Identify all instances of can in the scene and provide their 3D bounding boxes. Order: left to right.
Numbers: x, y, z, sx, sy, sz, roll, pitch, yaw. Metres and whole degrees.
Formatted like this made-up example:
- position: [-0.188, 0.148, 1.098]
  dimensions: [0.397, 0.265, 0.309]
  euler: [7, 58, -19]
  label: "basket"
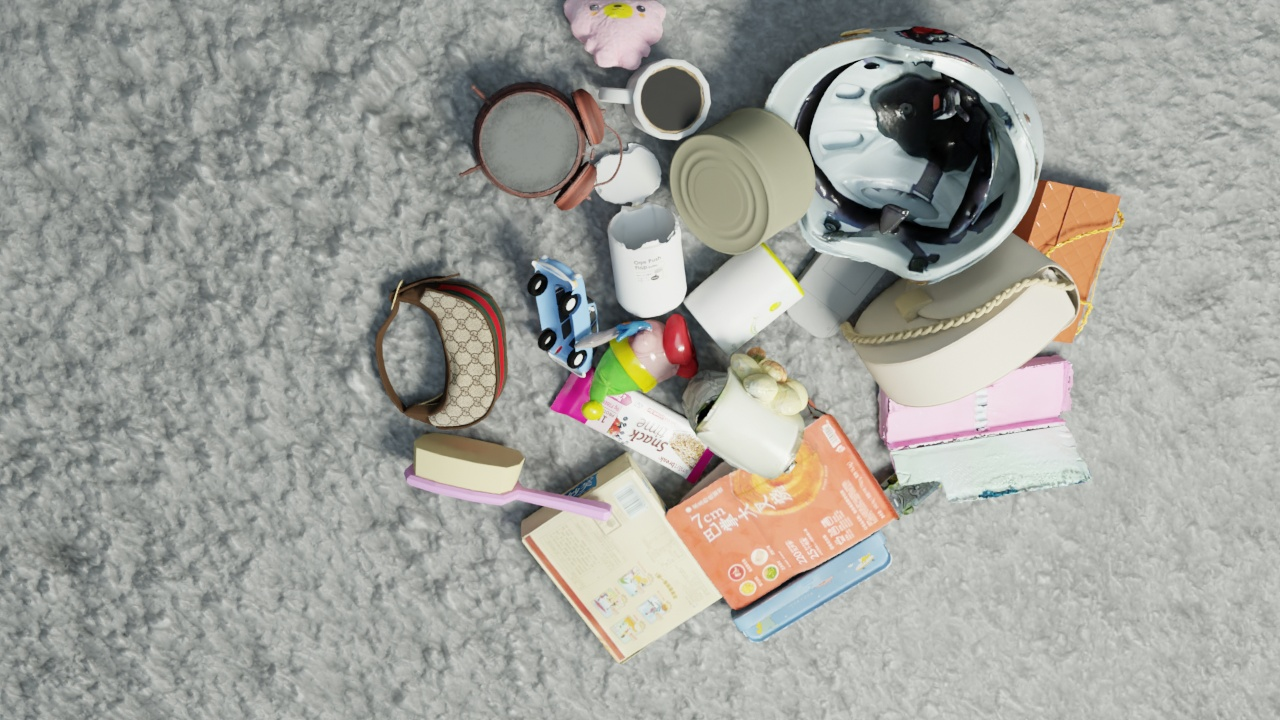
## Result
- position: [0.099, -0.176, 0.909]
  dimensions: [0.073, 0.128, 0.128]
  euler: [-36, 112, -35]
  label: "can"

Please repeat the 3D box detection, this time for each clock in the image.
- position: [-0.096, -0.218, 0.925]
  dimensions: [0.157, 0.072, 0.121]
  euler: [9, 105, -9]
  label: "clock"

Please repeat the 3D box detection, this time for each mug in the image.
- position: [0.010, -0.262, 0.916]
  dimensions: [0.105, 0.089, 0.073]
  euler: [2, 106, -8]
  label: "mug"
- position: [0.111, -0.068, 0.991]
  dimensions: [0.106, 0.082, 0.082]
  euler: [-40, 107, 6]
  label: "mug"

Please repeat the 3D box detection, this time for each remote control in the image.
- position: [0.226, -0.099, 1.029]
  dimensions: [0.074, 0.019, 0.151]
  euler: [35, 99, -15]
  label: "remote control"

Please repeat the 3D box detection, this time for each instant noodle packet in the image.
- position: [0.159, 0.175, 1.060]
  dimensions: [0.221, 0.084, 0.164]
  euler: [-36, 108, -2]
  label: "instant noodle packet"

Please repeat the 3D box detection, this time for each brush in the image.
- position: [-0.140, 0.129, 1.002]
  dimensions: [0.229, 0.089, 0.043]
  euler: [12, 100, 2]
  label: "brush"

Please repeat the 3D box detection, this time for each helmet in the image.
- position: [0.263, -0.222, 0.913]
  dimensions: [0.264, 0.163, 0.237]
  euler: [26, 133, 12]
  label: "helmet"

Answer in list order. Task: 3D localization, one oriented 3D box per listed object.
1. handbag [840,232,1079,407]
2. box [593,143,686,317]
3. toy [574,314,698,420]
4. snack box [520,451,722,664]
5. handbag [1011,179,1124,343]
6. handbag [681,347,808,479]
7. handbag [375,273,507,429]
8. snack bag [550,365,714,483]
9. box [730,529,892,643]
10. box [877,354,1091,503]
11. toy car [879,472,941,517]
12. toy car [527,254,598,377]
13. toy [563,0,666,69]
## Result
- position: [0.332, -0.040, 0.958]
  dimensions: [0.209, 0.210, 0.103]
  euler: [-34, 107, 14]
  label: "handbag"
- position: [-0.002, -0.137, 0.969]
  dimensions: [0.083, 0.143, 0.137]
  euler: [-9, 138, -1]
  label: "box"
- position: [-0.006, 0.006, 0.983]
  dimensions: [0.131, 0.124, 0.096]
  euler: [-10, 71, 6]
  label: "toy"
- position: [-0.020, 0.234, 1.080]
  dimensions: [0.153, 0.055, 0.207]
  euler: [-34, 108, 3]
  label: "snack box"
- position: [0.472, -0.109, 1.038]
  dimensions: [0.108, 0.060, 0.172]
  euler: [8, 106, -13]
  label: "handbag"
- position: [0.111, 0.047, 0.982]
  dimensions: [0.112, 0.171, 0.123]
  euler: [32, 93, -8]
  label: "handbag"
- position: [-0.216, -0.010, 0.984]
  dimensions: [0.138, 0.063, 0.167]
  euler: [0, 108, 3]
  label: "handbag"
- position: [-0.002, 0.073, 1.055]
  dimensions: [0.196, 0.016, 0.070]
  euler: [29, 103, -14]
  label: "snack bag"
- position: [0.206, 0.270, 1.121]
  dimensions: [0.209, 0.049, 0.120]
  euler: [-32, 149, 3]
  label: "box"
- position: [0.402, 0.084, 1.084]
  dimensions: [0.230, 0.066, 0.158]
  euler: [-8, 84, -5]
  label: "box"
- position: [0.333, 0.144, 1.109]
  dimensions: [0.105, 0.033, 0.048]
  euler: [-34, 106, -10]
  label: "toy car"
- position: [-0.077, -0.048, 0.960]
  dimensions: [0.054, 0.056, 0.154]
  euler: [-43, 150, -29]
  label: "toy car"
- position: [-0.026, -0.323, 0.903]
  dimensions: [0.102, 0.093, 0.050]
  euler: [2, 147, -4]
  label: "toy"
